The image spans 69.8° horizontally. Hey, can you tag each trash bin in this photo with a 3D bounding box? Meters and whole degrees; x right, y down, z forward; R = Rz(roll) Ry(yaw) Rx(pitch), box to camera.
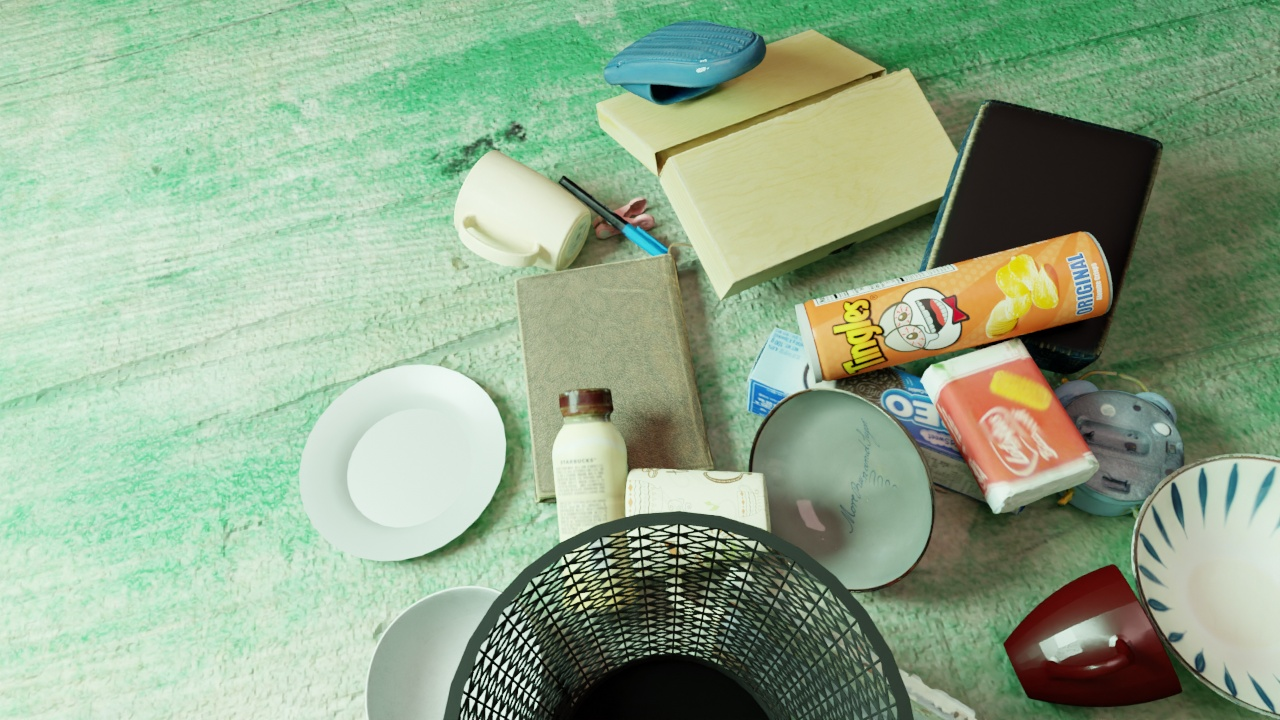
[{"bbox_3d":[0.019,0.230,0.524,0.217,0.244,0.216,-1,62,1],"label":"trash bin"}]

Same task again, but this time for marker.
[{"bbox_3d":[-0.023,-0.129,0.834,0.123,0.018,0.015,37,102,-1],"label":"marker"}]

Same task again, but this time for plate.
[{"bbox_3d":[-0.196,0.084,0.763,0.173,0.019,0.172,-3,62,5],"label":"plate"}]

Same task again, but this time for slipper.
[{"bbox_3d":[0.035,-0.261,0.821,0.103,0.059,0.214,-30,29,-14],"label":"slipper"}]

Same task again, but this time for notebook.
[{"bbox_3d":[-0.007,0.005,0.775,0.190,0.034,0.215,-10,61,0],"label":"notebook"}]

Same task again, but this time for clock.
[{"bbox_3d":[0.355,0.060,0.694,0.089,0.052,0.124,12,63,14],"label":"clock"}]

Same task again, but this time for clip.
[{"bbox_3d":[-0.015,-0.127,0.856,0.058,0.022,0.035,-20,64,2],"label":"clip"}]

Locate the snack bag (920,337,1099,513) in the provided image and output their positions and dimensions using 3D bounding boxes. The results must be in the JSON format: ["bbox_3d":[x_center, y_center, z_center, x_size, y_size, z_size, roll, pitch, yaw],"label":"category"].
[{"bbox_3d":[0.262,0.045,0.657,0.077,0.036,0.115,-17,60,-6],"label":"snack bag"}]

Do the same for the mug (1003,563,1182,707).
[{"bbox_3d":[0.291,0.192,0.603,0.088,0.114,0.087,-26,77,16],"label":"mug"}]

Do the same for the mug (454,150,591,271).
[{"bbox_3d":[-0.109,-0.122,0.821,0.104,0.085,0.111,27,42,8],"label":"mug"}]

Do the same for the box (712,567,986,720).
[{"bbox_3d":[0.145,0.212,0.582,0.216,0.149,0.042,30,56,20],"label":"box"}]

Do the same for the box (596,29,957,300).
[{"bbox_3d":[0.125,-0.200,0.832,0.247,0.097,0.261,-23,56,-16],"label":"box"}]

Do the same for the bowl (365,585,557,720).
[{"bbox_3d":[-0.120,0.231,0.646,0.132,0.064,0.131,-7,59,12],"label":"bowl"}]

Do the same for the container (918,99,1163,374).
[{"bbox_3d":[0.313,-0.099,0.738,0.145,0.071,0.187,18,84,12],"label":"container"}]

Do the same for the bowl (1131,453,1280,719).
[{"bbox_3d":[0.417,0.158,0.623,0.177,0.071,0.177,-3,62,6],"label":"bowl"}]

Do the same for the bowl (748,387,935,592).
[{"bbox_3d":[0.156,0.091,0.676,0.056,0.151,0.150,-7,50,-47],"label":"bowl"}]

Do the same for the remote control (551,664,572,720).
[{"bbox_3d":[-0.070,0.278,0.649,0.039,0.010,0.124,3,62,8],"label":"remote control"}]

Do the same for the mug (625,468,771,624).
[{"bbox_3d":[0.047,0.136,0.675,0.097,0.081,0.122,-6,94,10],"label":"mug"}]

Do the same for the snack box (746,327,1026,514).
[{"bbox_3d":[0.196,0.045,0.717,0.226,0.060,0.059,22,62,17],"label":"snack box"}]

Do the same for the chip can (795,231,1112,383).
[{"bbox_3d":[0.225,-0.038,0.674,0.210,0.062,0.062,-14,61,8],"label":"chip can"}]

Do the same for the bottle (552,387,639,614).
[{"bbox_3d":[-0.035,0.102,0.682,0.056,0.056,0.162,-5,84,4],"label":"bottle"}]
